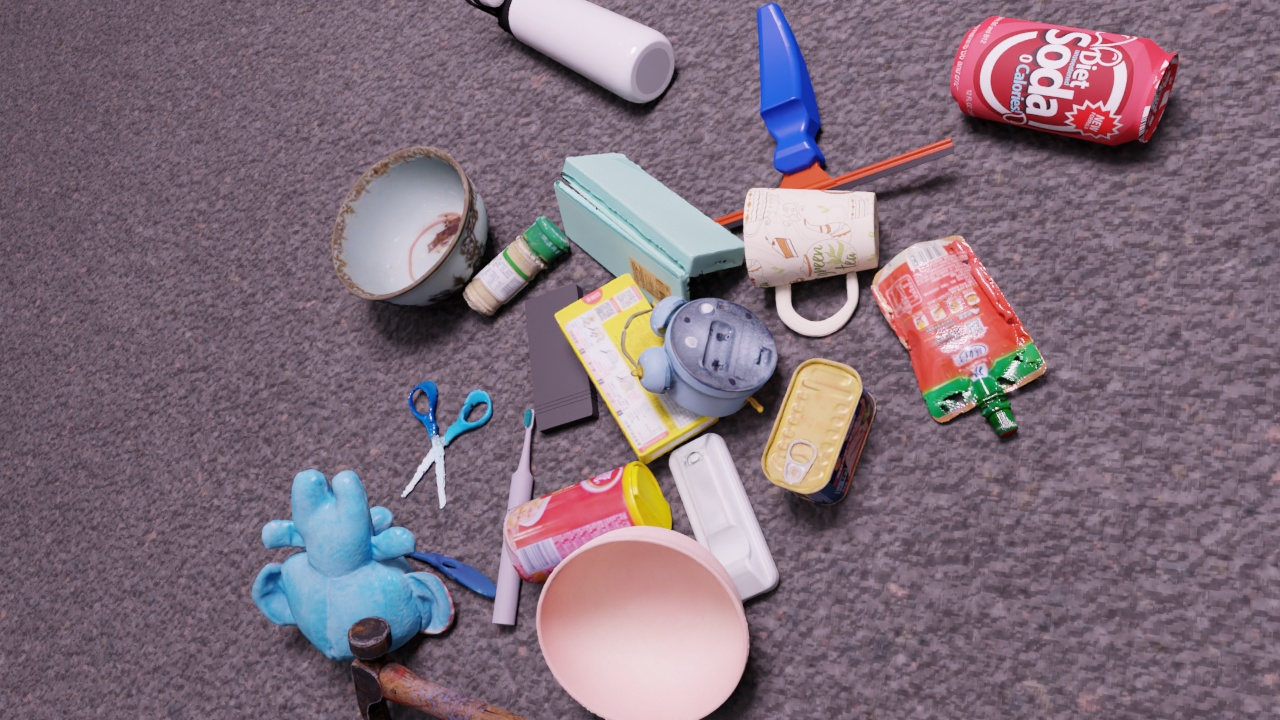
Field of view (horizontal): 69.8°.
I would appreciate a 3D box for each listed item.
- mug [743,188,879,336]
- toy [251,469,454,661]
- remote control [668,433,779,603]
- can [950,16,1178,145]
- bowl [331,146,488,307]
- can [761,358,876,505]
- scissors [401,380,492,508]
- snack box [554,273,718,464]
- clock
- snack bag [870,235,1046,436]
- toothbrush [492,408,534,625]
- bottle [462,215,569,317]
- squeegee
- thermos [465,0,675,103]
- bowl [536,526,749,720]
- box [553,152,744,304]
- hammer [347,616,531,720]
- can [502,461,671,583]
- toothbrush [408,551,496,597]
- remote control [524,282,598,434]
[{"bbox_3d":[0.139,-0.080,0.733,0.097,0.081,0.122,-2,91,19],"label":"mug"},{"bbox_3d":[-0.251,0.170,0.794,0.183,0.114,0.181,0,108,12],"label":"toy"},{"bbox_3d":[0.062,0.122,0.715,0.050,0.022,0.133,-29,61,15],"label":"remote control"},{"bbox_3d":[0.311,-0.209,0.684,0.142,0.074,0.074,24,83,32],"label":"can"},{"bbox_3d":[-0.210,-0.117,0.900,0.160,0.094,0.159,-9,67,23],"label":"bowl"},{"bbox_3d":[0.134,0.055,0.682,0.054,0.059,0.099,17,79,31],"label":"can"},{"bbox_3d":[-0.197,0.073,0.872,0.117,0.014,0.130,33,92,29],"label":"scissors"},{"bbox_3d":[-0.005,0.004,0.769,0.075,0.025,0.152,-30,68,-5],"label":"snack box"},{"bbox_3d":[0.045,-0.005,0.724,0.124,0.052,0.088,19,54,-5],"label":"clock"},{"bbox_3d":[0.235,-0.015,0.674,0.087,0.044,0.155,-30,65,20],"label":"snack bag"},{"bbox_3d":[-0.107,0.133,0.797,0.018,0.019,0.187,-4,69,27],"label":"toothbrush"},{"bbox_3d":[-0.119,-0.088,0.876,0.110,0.042,0.042,-40,59,9],"label":"bottle"},{"bbox_3d":[0.128,-0.219,0.791,0.250,0.055,0.184,-15,80,30],"label":"squeegee"},{"bbox_3d":[-0.075,-0.330,0.911,0.230,0.101,0.069,37,109,33],"label":"thermos"},{"bbox_3d":[0.007,0.184,0.675,0.153,0.076,0.153,3,104,12],"label":"bowl"},{"bbox_3d":[-0.003,-0.103,0.817,0.188,0.077,0.092,42,131,34],"label":"box"},{"bbox_3d":[-0.082,0.296,0.701,0.331,0.033,0.120,13,121,22],"label":"hammer"},{"bbox_3d":[-0.043,0.132,0.738,0.124,0.066,0.066,-23,63,18],"label":"can"},{"bbox_3d":[-0.177,0.181,0.816,0.132,0.021,0.016,17,114,31],"label":"toothbrush"},{"bbox_3d":[-0.073,-0.003,0.835,0.058,0.013,0.133,-17,64,20],"label":"remote control"}]
